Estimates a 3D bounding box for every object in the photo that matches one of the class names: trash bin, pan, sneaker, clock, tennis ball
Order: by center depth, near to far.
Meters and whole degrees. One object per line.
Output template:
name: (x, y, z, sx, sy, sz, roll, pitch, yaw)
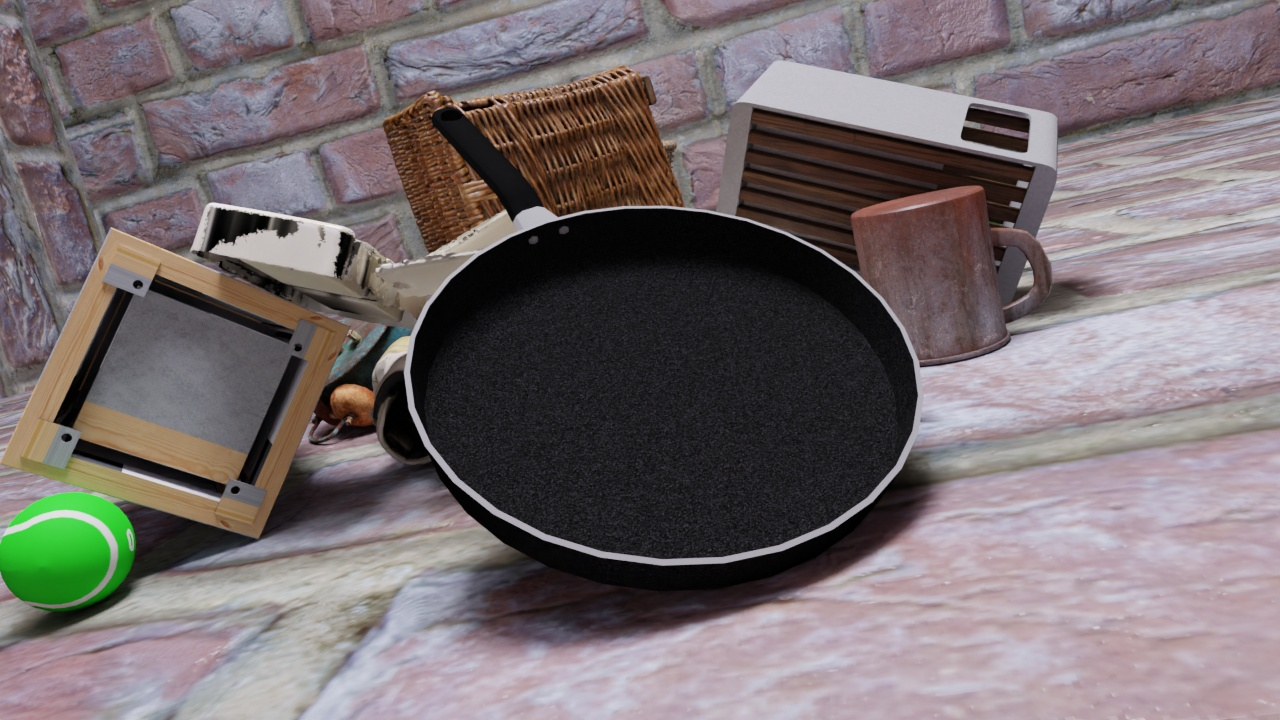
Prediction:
pan: (-0.025, -0.035, 0.455, 0.224, 0.034, 0.356, -22, 49, -24)
tennis ball: (-0.318, 0.106, 0.511, 0.065, 0.065, 0.065, -13, 11, 2)
trash bin: (-0.323, 0.011, 0.648, 0.142, 0.142, 0.247, 25, -8, -27)
sneaker: (-0.157, 0.034, 0.677, 0.242, 0.089, 0.102, -22, 32, 58)
trash bin: (0.189, -0.142, 0.714, 0.229, 0.115, 0.114, 16, 37, 15)
clock: (-0.260, 0.007, 0.848, 0.121, 0.073, 0.157, -3, 50, 50)

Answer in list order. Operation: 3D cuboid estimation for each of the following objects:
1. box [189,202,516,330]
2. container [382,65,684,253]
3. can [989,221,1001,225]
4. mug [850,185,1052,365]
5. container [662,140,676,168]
box: (-0.159, -0.060, 0.570, 0.186, 0.065, 0.145, -8, -10, 2)
container: (-0.065, -0.106, 0.740, 0.182, 0.250, 0.162, -26, 17, -22)
can: (0.255, -0.106, 0.855, 0.144, 0.083, 0.082, -5, 14, 39)
mug: (0.211, -0.061, 0.618, 0.123, 0.110, 0.096, -12, 16, 8)
container: (-0.047, -0.142, 1.111, 0.227, 0.196, 0.226, -13, 11, 2)
